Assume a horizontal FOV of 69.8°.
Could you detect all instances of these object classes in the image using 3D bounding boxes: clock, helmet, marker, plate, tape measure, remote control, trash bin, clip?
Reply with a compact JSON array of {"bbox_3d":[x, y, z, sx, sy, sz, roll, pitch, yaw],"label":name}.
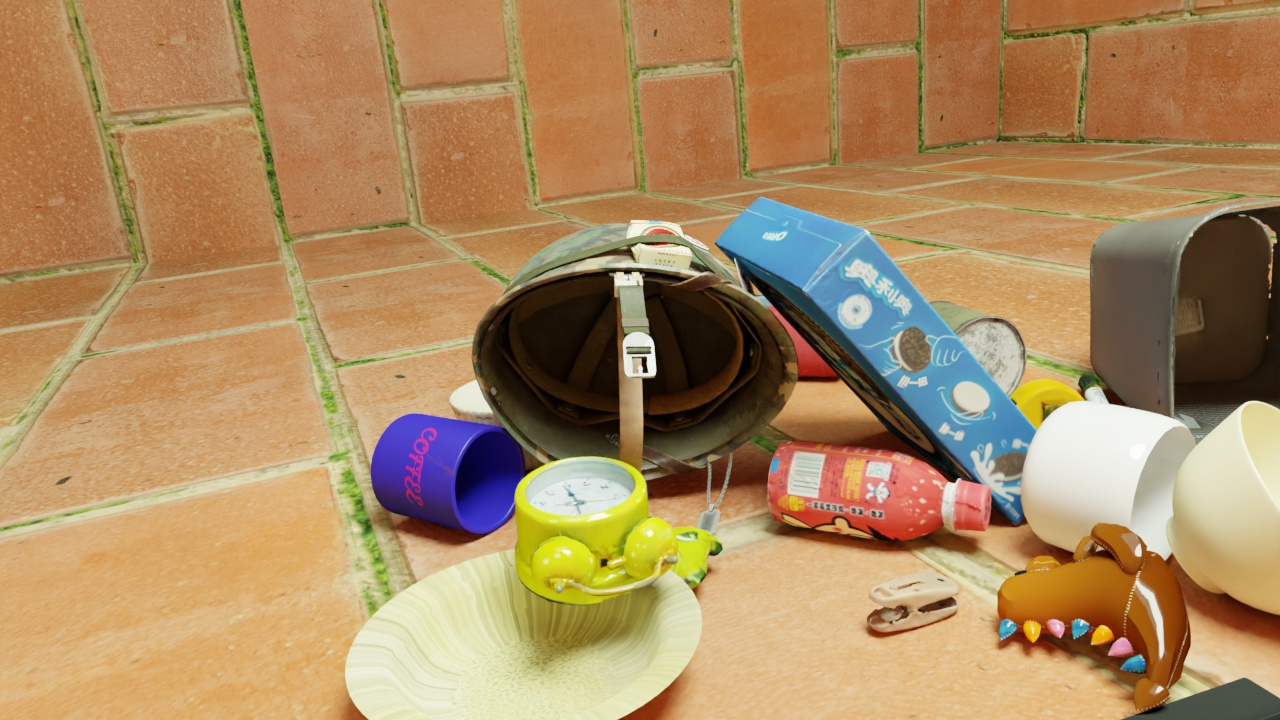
[{"bbox_3d":[-0.027,0.100,0.513,0.083,0.057,0.119,-11,24,-19],"label":"clock"},{"bbox_3d":[-0.003,0.003,0.647,0.224,0.193,0.235,11,37,11],"label":"helmet"},{"bbox_3d":[0.385,0.041,0.768,0.017,0.017,0.146,0,17,18],"label":"marker"},{"bbox_3d":[-0.058,0.159,0.489,0.184,0.036,0.184,-5,16,1],"label":"plate"},{"bbox_3d":[0.313,0.045,0.706,0.068,0.059,0.030,-4,16,3],"label":"tape measure"},{"bbox_3d":[0.237,0.166,0.410,0.124,0.012,0.028,-10,17,-15],"label":"remote control"},{"bbox_3d":[0.465,-0.031,0.710,0.197,0.197,0.219,-3,11,7],"label":"trash bin"},{"bbox_3d":[0.153,0.133,0.519,0.061,0.049,0.026,-39,25,-10],"label":"clip"}]

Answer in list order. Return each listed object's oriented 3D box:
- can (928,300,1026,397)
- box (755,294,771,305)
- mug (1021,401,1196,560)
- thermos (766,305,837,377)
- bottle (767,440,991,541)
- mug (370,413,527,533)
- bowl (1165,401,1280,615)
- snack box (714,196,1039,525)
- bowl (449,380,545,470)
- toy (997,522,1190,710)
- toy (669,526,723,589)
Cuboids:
[{"bbox_3d":[0.283,-0.003,0.822,0.089,0.090,0.074,-10,17,-15],"label":"can"},{"bbox_3d":[0.144,-0.042,1.040,0.209,0.067,0.052,-8,24,-9],"label":"box"},{"bbox_3d":[0.292,0.070,0.563,0.115,0.094,0.068,-26,24,-32],"label":"mug"},{"bbox_3d":[0.098,-0.021,0.969,0.240,0.073,0.073,1,18,22],"label":"thermos"},{"bbox_3d":[0.158,0.089,0.609,0.138,0.062,0.061,5,20,30],"label":"bottle"},{"bbox_3d":[-0.136,0.087,0.704,0.084,0.079,0.111,6,-8,33],"label":"mug"},{"bbox_3d":[0.337,0.091,0.502,0.117,0.118,0.074,-23,-18,-45],"label":"bowl"},{"bbox_3d":[0.173,-0.008,0.661,0.056,0.239,0.195,-44,19,3],"label":"snack box"},{"bbox_3d":[-0.105,0.054,0.806,0.115,0.062,0.115,-5,17,1],"label":"bowl"},{"bbox_3d":[0.227,0.136,0.466,0.090,0.070,0.102,-14,24,33],"label":"toy"},{"bbox_3d":[0.000,0.127,0.583,0.094,0.036,0.094,-19,16,-31],"label":"toy"}]
